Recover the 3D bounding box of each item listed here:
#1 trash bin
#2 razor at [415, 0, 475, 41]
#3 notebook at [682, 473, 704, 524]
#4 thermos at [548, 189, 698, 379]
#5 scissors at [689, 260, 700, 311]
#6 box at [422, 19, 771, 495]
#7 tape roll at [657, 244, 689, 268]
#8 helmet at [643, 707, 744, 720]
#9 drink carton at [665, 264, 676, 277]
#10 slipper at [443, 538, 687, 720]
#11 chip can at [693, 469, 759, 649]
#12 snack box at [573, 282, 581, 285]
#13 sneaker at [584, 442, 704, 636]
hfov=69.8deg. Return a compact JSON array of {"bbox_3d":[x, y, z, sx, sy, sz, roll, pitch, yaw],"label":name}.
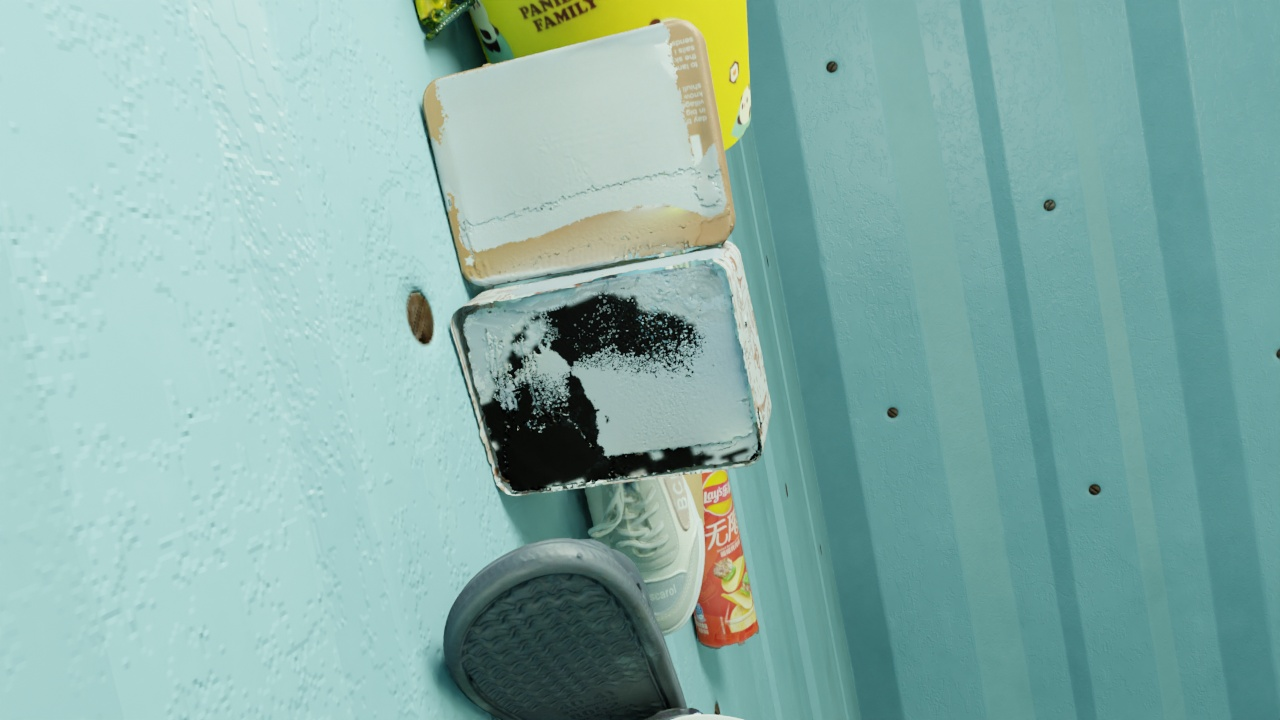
[{"bbox_3d":[-0.026,-0.279,0.653,0.229,0.230,0.256,-81,161,-51],"label":"trash bin"},{"bbox_3d":[-0.143,-0.264,0.554,0.043,0.028,0.133,-51,141,-28],"label":"razor"},{"bbox_3d":[0.030,0.065,0.829,0.149,0.012,0.211,-19,106,-70],"label":"notebook"},{"bbox_3d":[-0.011,-0.059,0.699,0.220,0.070,0.070,63,2,37],"label":"thermos"},{"bbox_3d":[0.046,-0.025,0.910,0.180,0.014,0.159,-38,124,-64],"label":"scissors"},{"bbox_3d":[-0.028,-0.059,0.563,0.082,0.177,0.261,-54,134,-70],"label":"box"},{"bbox_3d":[0.032,-0.086,0.924,0.085,0.014,0.086,-6,90,-69],"label":"tape roll"},{"bbox_3d":[0.035,0.314,0.544,0.274,0.229,0.157,53,-14,-22],"label":"helmet"},{"bbox_3d":[0.025,-0.046,0.999,0.045,0.054,0.122,-75,152,-51],"label":"drink carton"},{"bbox_3d":[-0.040,0.166,0.545,0.268,0.110,0.083,71,0,-48],"label":"slipper"},{"bbox_3d":[0.075,0.197,0.989,0.073,0.073,0.216,-47,126,-72],"label":"chip can"},{"bbox_3d":[-0.005,0.005,0.865,0.182,0.046,0.178,-27,107,-74],"label":"snack box"},{"bbox_3d":[-0.004,0.100,0.708,0.091,0.089,0.242,-131,-153,-89],"label":"sneaker"}]
